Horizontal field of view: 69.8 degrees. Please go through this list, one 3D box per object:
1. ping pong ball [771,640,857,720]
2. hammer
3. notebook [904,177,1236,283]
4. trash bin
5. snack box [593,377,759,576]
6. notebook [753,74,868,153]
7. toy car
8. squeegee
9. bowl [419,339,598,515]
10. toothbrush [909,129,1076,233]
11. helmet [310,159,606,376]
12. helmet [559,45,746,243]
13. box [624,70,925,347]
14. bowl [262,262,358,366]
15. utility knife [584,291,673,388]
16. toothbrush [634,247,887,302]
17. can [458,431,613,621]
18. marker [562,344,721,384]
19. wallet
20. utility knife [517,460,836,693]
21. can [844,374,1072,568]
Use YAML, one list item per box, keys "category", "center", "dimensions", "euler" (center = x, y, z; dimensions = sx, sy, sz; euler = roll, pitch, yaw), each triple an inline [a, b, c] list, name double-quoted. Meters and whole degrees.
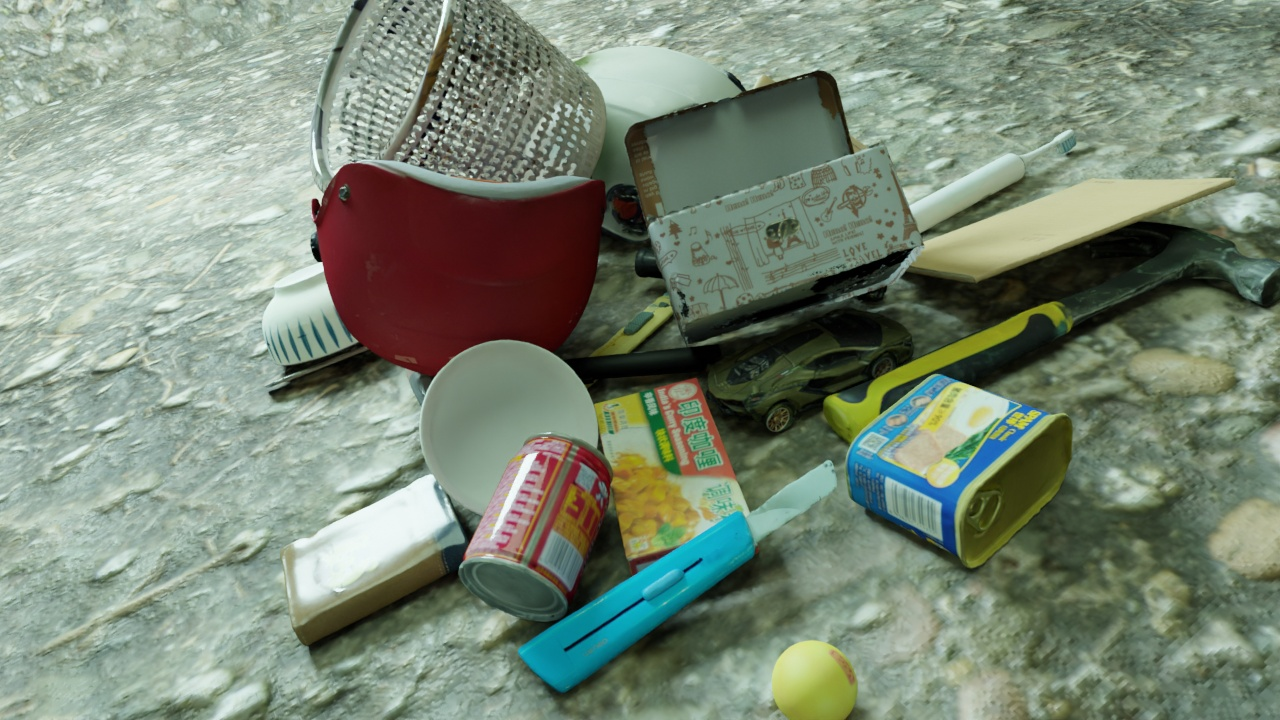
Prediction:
- category: "ping pong ball"
  center: [0.083, 0.154, 0.437]
  dimensions: [0.040, 0.040, 0.040]
  euler: [-10, 34, 7]
- category: "hammer"
  center: [0.271, -0.022, 0.633]
  dimensions: [0.323, 0.032, 0.126]
  euler: [-23, 34, -12]
- category: "notebook"
  center: [0.311, -0.103, 0.709]
  dimensions: [0.211, 0.012, 0.149]
  euler: [-20, 14, -7]
- category: "trash bin"
  center: [-0.145, -0.215, 0.789]
  dimensions: [0.228, 0.192, 0.227]
  euler: [-20, 62, 43]
- category: "snack box"
  center: [0.018, 0.072, 0.593]
  dimensions: [0.077, 0.027, 0.155]
  euler: [-14, 34, -2]
- category: "notebook"
  center: [0.148, -0.187, 0.855]
  dimensions: [0.148, 0.008, 0.207]
  euler: [34, 43, -4]
- category: "toy car"
  center: [0.120, 0.000, 0.651]
  dimensions: [0.158, 0.042, 0.070]
  euler: [-23, 35, -16]
- category: "squeegee"
  center: [-0.174, 0.017, 0.738]
  dimensions: [0.247, 0.040, 0.249]
  euler: [-23, 35, -15]
- category: "bowl"
  center: [-0.095, 0.052, 0.619]
  dimensions: [0.118, 0.118, 0.065]
  euler: [-35, 1, -27]
- category: "toothbrush"
  center: [0.316, -0.164, 0.826]
  dimensions: [0.220, 0.026, 0.027]
  euler: [-28, 15, -20]
- category: "helmet"
  center: [-0.138, -0.058, 0.691]
  dimensions: [0.206, 0.144, 0.240]
  euler: [-1, -1, -23]
- category: "helmet"
  center: [0.001, -0.235, 0.931]
  dimensions: [0.274, 0.157, 0.229]
  euler: [7, 39, 28]
- category: "box"
  center: [0.089, -0.131, 0.689]
  dimensions: [0.183, 0.193, 0.157]
  euler: [-18, -7, 2]
- category: "bowl"
  center: [-0.289, -0.050, 0.832]
  dimensions: [0.116, 0.066, 0.116]
  euler: [-16, 21, 6]
- category: "utility knife"
  center: [0.000, -0.028, 0.763]
  dimensions: [0.031, 0.021, 0.206]
  euler: [21, 42, 33]
- category: "toothbrush"
  center: [0.097, -0.070, 0.766]
  dimensions: [0.213, 0.026, 0.027]
  euler: [10, 47, 22]
- category: "can"
  center: [-0.058, 0.096, 0.539]
  dimensions: [0.067, 0.066, 0.093]
  euler: [2, 48, 23]
- category: "marker"
  center: [-0.004, 0.004, 0.697]
  dimensions: [0.132, 0.020, 0.022]
  euler: [-5, 59, 4]
- category: "wallet"
  center: [-0.170, 0.123, 0.588]
  dimensions: [0.115, 0.033, 0.090]
  euler: [-27, 36, -12]
- category: "utility knife"
  center: [0.027, 0.115, 0.506]
  dimensions: [0.204, 0.018, 0.034]
  euler: [-32, 57, -10]
- category: "can"
  center: [0.181, 0.059, 0.527]
  dimensions: [0.101, 0.057, 0.083]
  euler: [-32, 35, -25]
